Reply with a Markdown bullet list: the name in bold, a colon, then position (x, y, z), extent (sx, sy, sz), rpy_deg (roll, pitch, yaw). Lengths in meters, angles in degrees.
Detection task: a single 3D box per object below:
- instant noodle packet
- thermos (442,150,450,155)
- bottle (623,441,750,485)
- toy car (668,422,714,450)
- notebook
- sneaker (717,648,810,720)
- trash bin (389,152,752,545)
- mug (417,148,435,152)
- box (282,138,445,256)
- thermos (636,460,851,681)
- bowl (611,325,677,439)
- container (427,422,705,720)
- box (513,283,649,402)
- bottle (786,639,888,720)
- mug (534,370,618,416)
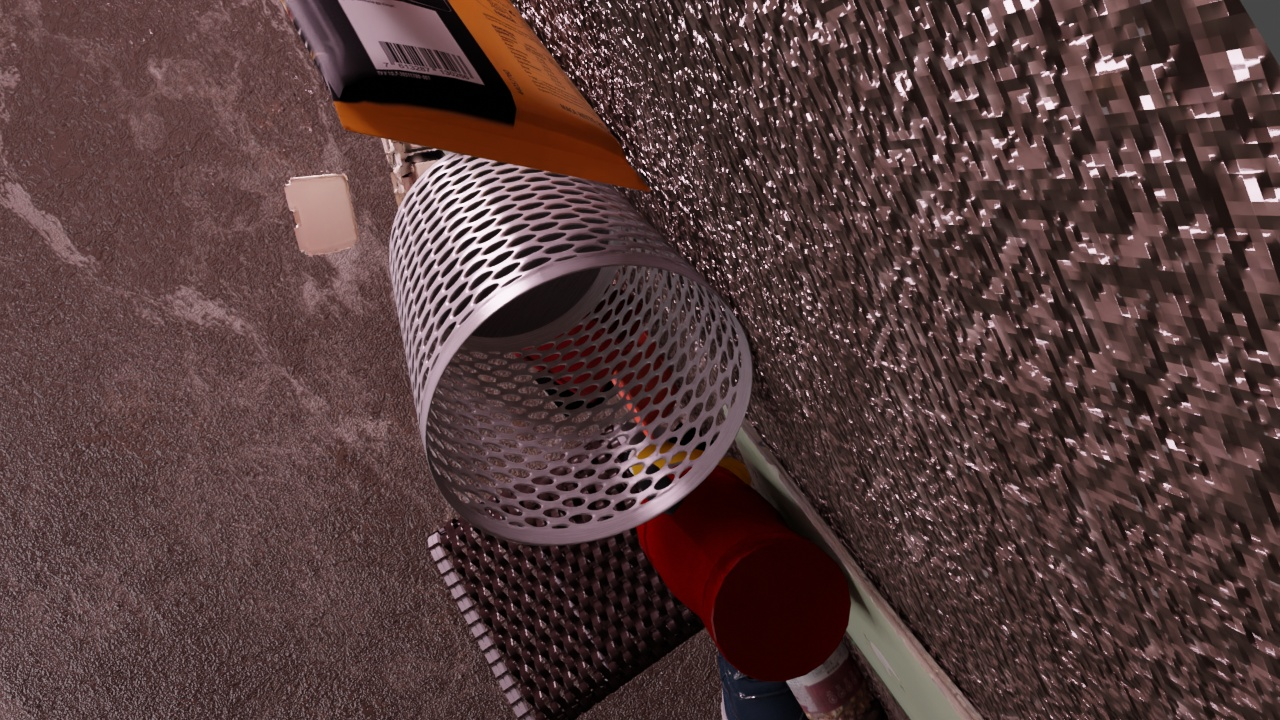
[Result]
- **instant noodle packet**: position (-0.103, -0.163, 0.434), extent (0.159, 0.032, 0.220), rpy_deg (0, -132, -47)
- **thermos**: position (-0.094, -0.142, 0.613), extent (0.068, 0.068, 0.230), rpy_deg (58, 179, 8)
- **bottle**: position (0.031, 0.090, 0.739), extent (0.043, 0.043, 0.144), rpy_deg (60, 158, -17)
- **toy car**: position (0.053, 0.105, 0.812), extent (0.100, 0.049, 0.051), rpy_deg (61, 175, -17)
- **notebook**: position (0.132, 0.154, 0.546), extent (0.252, 0.010, 0.182), rpy_deg (55, 173, 44)
- **sneaker**: position (0.101, 0.240, 0.790), extent (0.235, 0.089, 0.087), rpy_deg (-100, -6, -46)
- **trash bin**: position (-0.051, -0.022, 0.490), extent (0.156, 0.156, 0.183), rpy_deg (63, 177, -39)
- **mug**: position (-0.179, -0.227, 0.900), extent (0.091, 0.090, 0.121), rpy_deg (61, 175, -26)
- **box**: position (-0.213, -0.167, 0.783), extent (0.105, 0.187, 0.143), rpy_deg (8, 109, 66)
- **thermos**: position (0.045, 0.111, 0.564), extent (0.108, 0.084, 0.198), rpy_deg (43, 176, -12)
- **bowl**: position (-0.005, 0.005, 0.807), extent (0.130, 0.045, 0.130), rpy_deg (58, 175, 7)
- **container**: position (-0.038, 0.229, 1.037), extent (0.245, 0.244, 0.247), rpy_deg (58, -169, 14)
- **box**: position (-0.093, -0.048, 0.695), extent (0.157, 0.087, 0.129), rpy_deg (31, 178, -30)
- **bottle**: position (0.145, 0.250, 0.723), extent (0.105, 0.056, 0.056), rpy_deg (59, 175, -2)
- **mug**: position (-0.065, 0.001, 0.975), extent (0.119, 0.100, 0.085), rpy_deg (42, 170, 51)
